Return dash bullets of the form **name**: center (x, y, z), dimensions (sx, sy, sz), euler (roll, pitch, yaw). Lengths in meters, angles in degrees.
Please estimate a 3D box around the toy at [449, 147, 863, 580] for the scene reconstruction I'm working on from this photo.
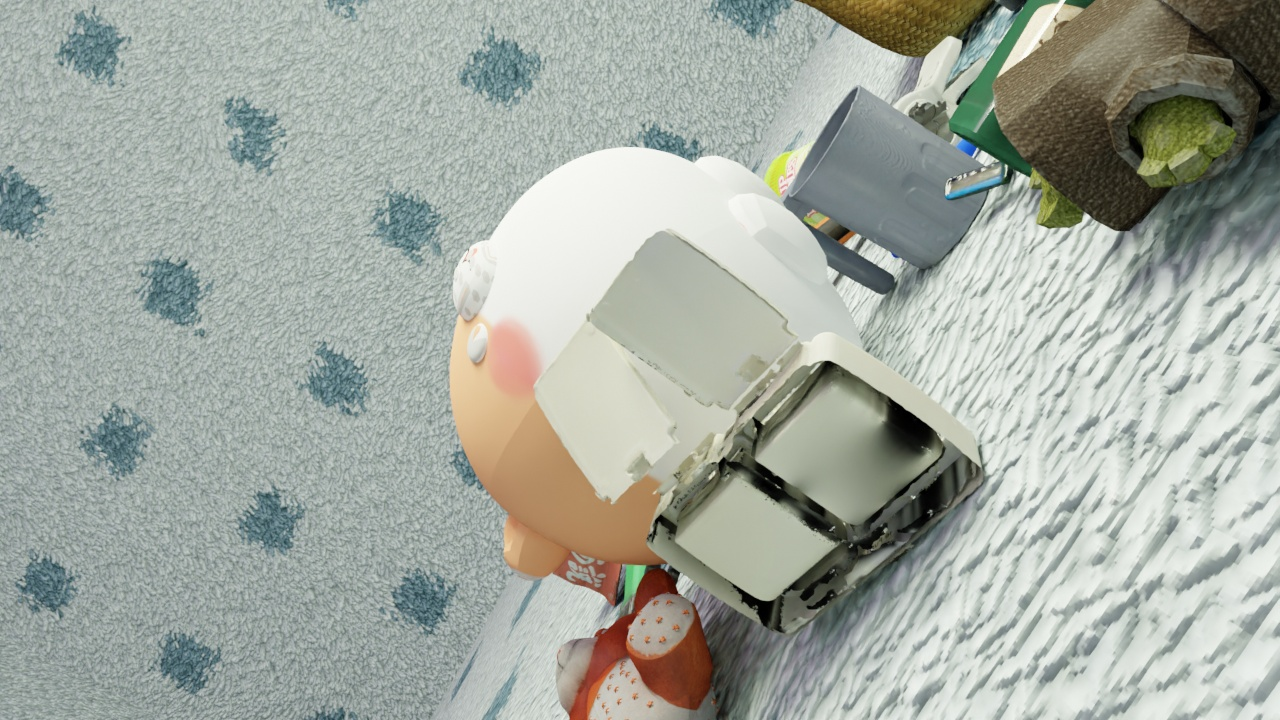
- **toy**: center (-0.003, 0.003, 0.598), dimensions (0.281, 0.265, 0.262), euler (-49, 30, 17)

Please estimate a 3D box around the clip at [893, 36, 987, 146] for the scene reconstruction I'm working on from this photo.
- **clip**: center (0.227, -0.182, 0.742), dimensions (0.152, 0.096, 0.126), euler (-40, 4, -6)

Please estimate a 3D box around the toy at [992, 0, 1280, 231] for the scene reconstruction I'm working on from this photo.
- **toy**: center (0.201, -0.116, 0.337), dimensions (0.153, 0.078, 0.178), euler (-48, 12, 38)

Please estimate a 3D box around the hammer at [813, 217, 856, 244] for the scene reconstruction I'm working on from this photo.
- **hammer**: center (0.077, -0.043, 0.822), dimensions (0.314, 0.035, 0.137), euler (-38, -8, 6)

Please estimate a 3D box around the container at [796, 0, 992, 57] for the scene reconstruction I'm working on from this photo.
- **container**: center (0.280, -0.455, 0.876), dimensions (0.307, 0.196, 0.306), euler (-61, 5, 9)

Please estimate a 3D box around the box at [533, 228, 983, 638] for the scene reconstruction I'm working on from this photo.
- **box**: center (0.046, 0.034, 0.433), dimensions (0.144, 0.184, 0.050), euler (-49, 8, 30)

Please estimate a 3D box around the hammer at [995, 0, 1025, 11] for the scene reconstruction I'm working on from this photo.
- **hammer**: center (0.274, -0.297, 0.581), dimensions (0.025, 0.118, 0.333), euler (-59, 10, 5)

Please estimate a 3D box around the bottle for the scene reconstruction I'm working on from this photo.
- **bottle**: center (0.224, -0.162, 0.473), dimensions (0.131, 0.061, 0.061), euler (-59, 7, 19)

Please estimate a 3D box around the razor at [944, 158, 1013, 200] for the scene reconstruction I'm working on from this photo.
- **razor**: center (0.234, -0.149, 0.576), dimensions (0.043, 0.022, 0.144), euler (-11, 39, 51)

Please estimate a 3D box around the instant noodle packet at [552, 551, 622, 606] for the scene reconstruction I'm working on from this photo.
- **instant noodle packet**: center (-0.006, 0.136, 1.028), dimensions (0.220, 0.084, 0.165), euler (-53, -19, -40)

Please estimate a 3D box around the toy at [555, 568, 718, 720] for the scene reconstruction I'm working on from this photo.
- **toy**: center (-0.009, 0.210, 0.567), dimensions (0.172, 0.093, 0.163), euler (144, 149, -86)

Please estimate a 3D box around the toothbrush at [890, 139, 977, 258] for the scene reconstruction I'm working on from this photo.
- **toothbrush**: center (0.230, -0.151, 0.645), dimensions (0.183, 0.016, 0.018), euler (-59, -1, 19)

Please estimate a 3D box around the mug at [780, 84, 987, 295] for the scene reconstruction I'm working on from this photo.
- **mug**: center (0.157, -0.108, 0.624), dimensions (0.124, 0.104, 0.083), euler (-57, 6, 44)

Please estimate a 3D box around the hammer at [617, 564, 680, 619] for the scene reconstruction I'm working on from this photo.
- **hammer**: center (0.003, 0.124, 0.864), dimensions (0.131, 0.032, 0.317), euler (120, 162, -45)

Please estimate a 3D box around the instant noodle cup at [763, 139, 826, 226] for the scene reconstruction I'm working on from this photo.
- **instant noodle cup**: center (0.185, -0.175, 0.876), dimensions (0.098, 0.099, 0.108), euler (-62, 12, -19)
